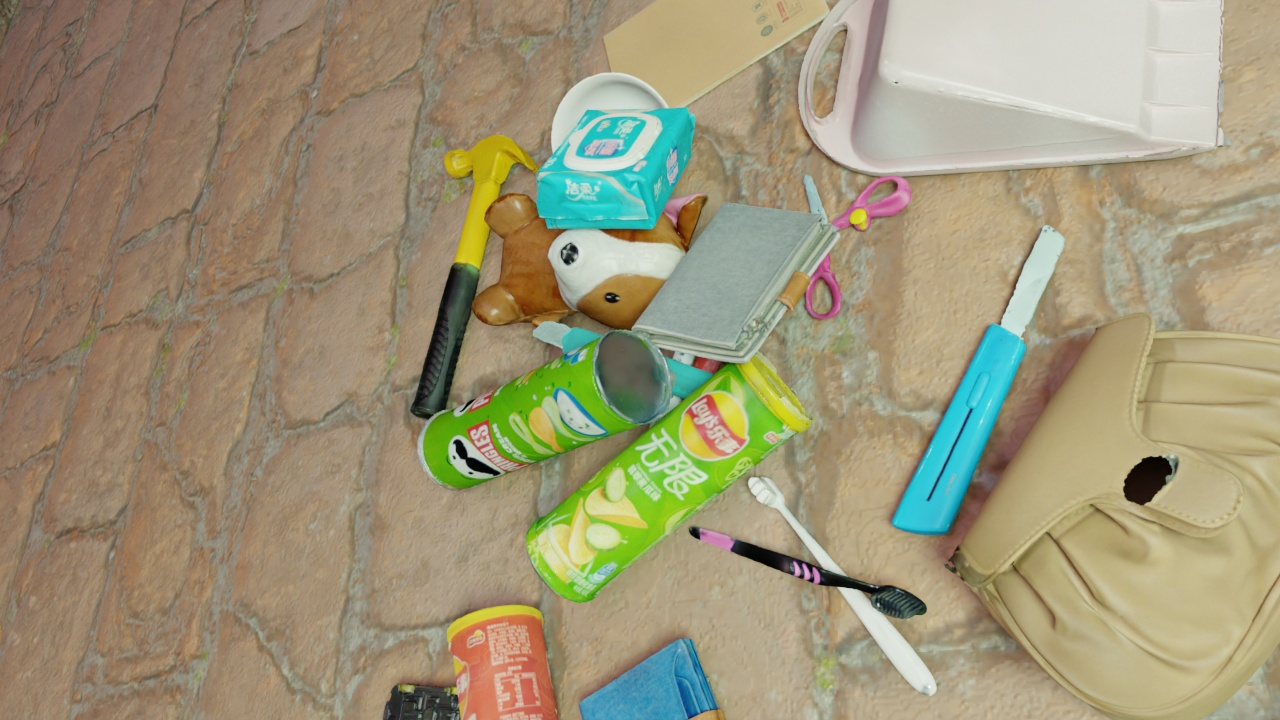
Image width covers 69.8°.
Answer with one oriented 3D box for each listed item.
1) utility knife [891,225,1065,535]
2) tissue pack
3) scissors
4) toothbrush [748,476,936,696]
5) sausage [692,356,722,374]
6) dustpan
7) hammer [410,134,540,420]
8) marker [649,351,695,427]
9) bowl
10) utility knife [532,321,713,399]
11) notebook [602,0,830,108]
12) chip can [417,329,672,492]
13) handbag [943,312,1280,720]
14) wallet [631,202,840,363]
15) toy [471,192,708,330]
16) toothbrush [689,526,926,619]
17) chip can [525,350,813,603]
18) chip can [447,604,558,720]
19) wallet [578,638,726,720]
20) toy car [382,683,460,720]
[{"bbox_3d":[0.217,0.011,0.575,0.034,0.018,0.218,21,81,41],"label":"utility knife"},{"bbox_3d":[-0.017,-0.152,0.703,0.093,0.050,0.133,4,42,20],"label":"tissue pack"},{"bbox_3d":[0.140,-0.090,0.681,0.134,0.017,0.133,-22,58,32],"label":"scissors"},{"bbox_3d":[0.123,0.137,0.583,0.016,0.016,0.180,-56,48,21],"label":"toothbrush"},{"bbox_3d":[0.076,-0.043,0.694,0.020,0.020,0.156,32,94,41],"label":"sausage"},{"bbox_3d":[0.257,-0.231,0.667,0.273,0.139,0.222,13,73,10],"label":"dustpan"},{"bbox_3d":[-0.170,-0.088,0.893,0.129,0.033,0.300,-3,67,36],"label":"hammer"},{"bbox_3d":[0.030,0.005,0.713,0.023,0.018,0.130,5,71,46],"label":"marker"},{"bbox_3d":[-0.010,-0.189,0.794,0.118,0.064,0.118,9,112,22],"label":"bowl"},{"bbox_3d":[-0.004,0.004,0.696,0.176,0.013,0.029,20,94,16],"label":"utility knife"},{"bbox_3d":[0.061,-0.308,0.846,0.208,0.008,0.147,-27,55,23],"label":"notebook"},{"bbox_3d":[-0.080,0.043,0.702,0.237,0.072,0.072,-23,55,44],"label":"chip can"},{"bbox_3d":[0.257,0.073,0.462,0.148,0.099,0.204,30,84,44],"label":"handbag"},{"bbox_3d":[0.069,-0.054,0.649,0.107,0.037,0.129,15,59,40],"label":"wallet"},{"bbox_3d":[-0.043,-0.079,0.744,0.200,0.130,0.140,9,92,28],"label":"toy"},{"bbox_3d":[0.096,0.133,0.589,0.189,0.017,0.014,9,108,47],"label":"toothbrush"},{"bbox_3d":[0.015,0.085,0.650,0.221,0.072,0.072,-41,51,13],"label":"chip can"},{"bbox_3d":[-0.083,0.281,0.629,0.073,0.073,0.216,-31,54,20],"label":"chip can"},{"bbox_3d":[0.017,0.262,0.590,0.107,0.040,0.133,-38,52,21],"label":"wallet"},{"bbox_3d":[-0.161,0.277,0.713,0.106,0.031,0.049,-12,61,34],"label":"toy car"}]
